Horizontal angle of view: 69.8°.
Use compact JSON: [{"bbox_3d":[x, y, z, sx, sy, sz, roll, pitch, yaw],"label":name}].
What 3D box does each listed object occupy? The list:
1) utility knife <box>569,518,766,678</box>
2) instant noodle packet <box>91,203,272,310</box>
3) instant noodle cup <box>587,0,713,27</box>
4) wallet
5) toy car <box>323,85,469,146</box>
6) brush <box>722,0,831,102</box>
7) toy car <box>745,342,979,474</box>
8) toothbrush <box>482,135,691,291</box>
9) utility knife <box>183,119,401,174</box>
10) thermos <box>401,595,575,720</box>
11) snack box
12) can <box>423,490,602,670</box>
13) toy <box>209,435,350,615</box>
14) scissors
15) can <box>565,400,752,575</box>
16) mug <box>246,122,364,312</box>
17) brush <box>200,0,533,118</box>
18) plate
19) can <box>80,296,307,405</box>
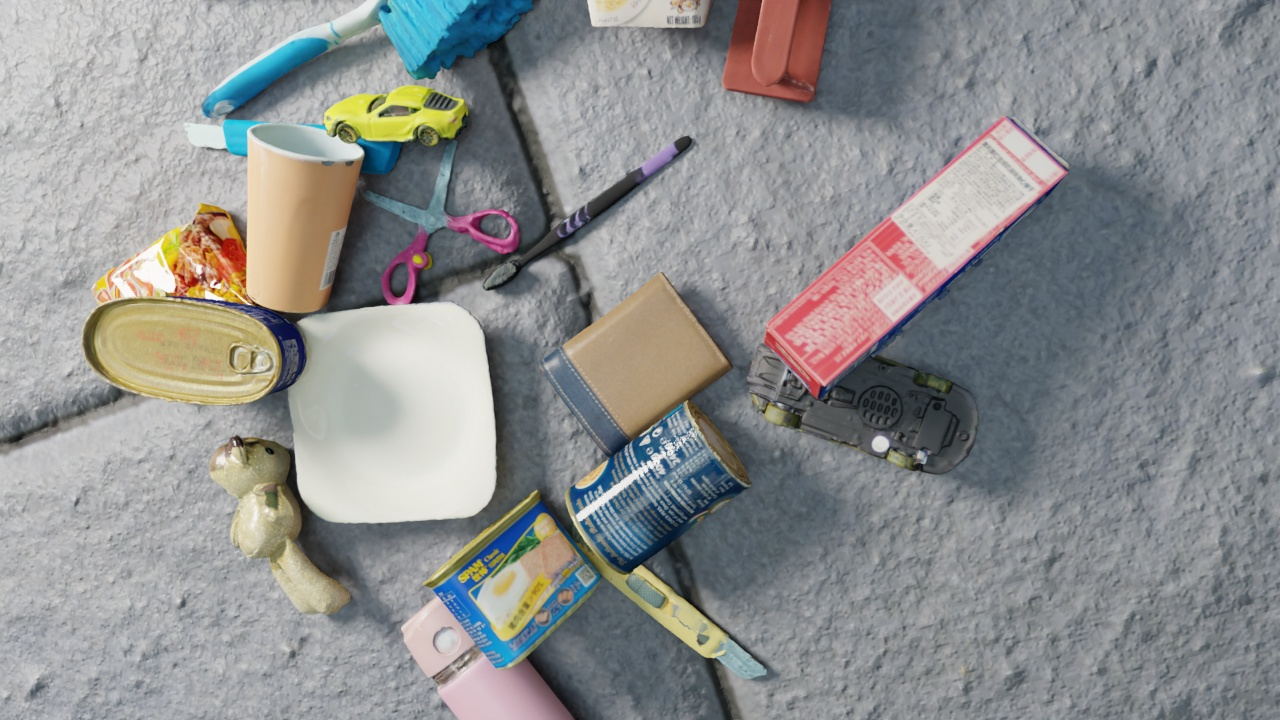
[{"bbox_3d":[0.017,0.179,0.686,0.183,0.019,0.031,37,106,1],"label":"utility knife"},{"bbox_3d":[-0.360,-0.049,0.716,0.128,0.044,0.110,-29,86,11],"label":"instant noodle packet"},{"bbox_3d":[0.007,-0.286,0.588,0.116,0.116,0.124,4,127,9],"label":"instant noodle cup"},{"bbox_3d":[-0.004,0.004,0.664,0.115,0.033,0.090,-38,90,10],"label":"wallet"},{"bbox_3d":[-0.177,-0.179,0.662,0.105,0.048,0.032,1,128,5],"label":"toy car"},{"bbox_3d":[0.098,-0.248,0.604,0.063,0.069,0.146,12,97,8],"label":"brush"},{"bbox_3d":[0.151,0.028,0.631,0.158,0.042,0.070,21,95,12],"label":"toy car"},{"bbox_3d":[-0.041,-0.106,0.669,0.189,0.016,0.014,-35,94,9],"label":"toothbrush"},{"bbox_3d":[-0.270,-0.167,0.702,0.182,0.018,0.034,8,98,10],"label":"utility knife"},{"bbox_3d":[-0.090,0.254,0.686,0.087,0.067,0.198,-37,86,-10],"label":"thermos"},{"bbox_3d":[0.175,-0.064,0.590,0.207,0.057,0.058,-41,77,-1],"label":"snack box"},{"bbox_3d":[-0.089,0.158,0.660,0.101,0.057,0.083,-38,90,-31],"label":"can"},{"bbox_3d":[-0.278,0.129,0.713,0.105,0.066,0.157,-24,96,53],"label":"toy"},{"bbox_3d":[-0.154,-0.100,0.690,0.134,0.017,0.133,17,94,12],"label":"scissors"},{"bbox_3d":[0.013,0.088,0.645,0.111,0.075,0.075,-38,88,10],"label":"can"},{"bbox_3d":[-0.249,-0.101,0.669,0.078,0.078,0.123,20,114,8],"label":"mug"},{"bbox_3d":[-0.187,-0.243,0.667,0.315,0.060,0.109,-37,82,13],"label":"brush"},{"bbox_3d":[-0.185,0.040,0.696,0.164,0.034,0.163,-4,94,10],"label":"plate"},{"bbox_3d":[-0.323,-0.009,0.669,0.148,0.049,0.074,7,97,5],"label":"can"}]
